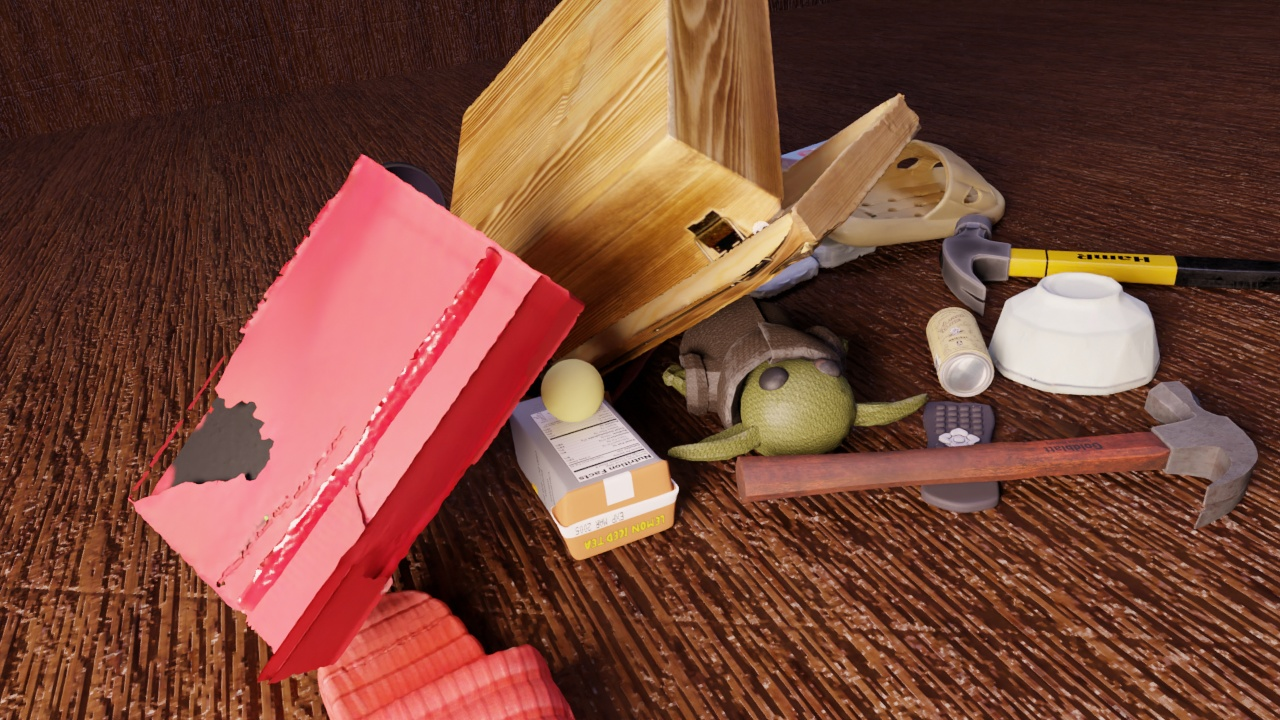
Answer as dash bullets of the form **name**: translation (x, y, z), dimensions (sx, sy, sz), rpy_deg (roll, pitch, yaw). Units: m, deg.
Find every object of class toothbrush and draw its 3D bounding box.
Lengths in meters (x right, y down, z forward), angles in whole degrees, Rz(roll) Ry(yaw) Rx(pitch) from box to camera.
- **toothbrush**: translation (-0.004, 0.004, 0.746), dimensions (0.015, 0.016, 0.183), rpy_deg (-1, 24, 25)

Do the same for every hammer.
- **hammer**: translation (0.207, 0.060, 0.544), dimensions (0.300, 0.028, 0.111), rpy_deg (-4, 29, -2)
- **hammer**: translation (0.427, -0.078, 0.793), dimensions (0.325, 0.034, 0.169), rpy_deg (6, 30, 21)

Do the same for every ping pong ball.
- **ping pong ball**: translation (-0.043, 0.019, 0.580), dimensions (0.040, 0.040, 0.040), rpy_deg (-6, 26, 3)

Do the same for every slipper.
- **slipper**: translation (-0.085, 0.162, 0.398), dimensions (0.103, 0.059, 0.249), rpy_deg (-20, 28, -24)
- **slipper**: translation (0.283, -0.175, 0.932), dimensions (0.260, 0.079, 0.111), rpy_deg (-17, 46, -31)

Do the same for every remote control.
- **remote control**: translation (0.205, 0.058, 0.590), dimensions (0.046, 0.009, 0.124), rpy_deg (2, 28, 18)

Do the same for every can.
- **can**: translation (0.237, -0.008, 0.684), dimensions (0.038, 0.038, 0.079), rpy_deg (-1, 27, 11)

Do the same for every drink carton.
- **drink carton**: translation (-0.035, 0.067, 0.587), dimensions (0.076, 0.048, 0.125), rpy_deg (-17, 28, -19)

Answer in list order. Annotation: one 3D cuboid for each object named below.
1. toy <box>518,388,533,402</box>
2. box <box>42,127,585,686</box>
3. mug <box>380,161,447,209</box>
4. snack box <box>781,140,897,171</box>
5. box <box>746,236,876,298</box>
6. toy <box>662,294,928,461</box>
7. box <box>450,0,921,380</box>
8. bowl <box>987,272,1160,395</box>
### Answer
- **toy**: translation (-0.097, 0.004, 0.749), dimensions (0.103, 0.071, 0.090), rpy_deg (40, 35, 27)
- **box**: translation (-0.137, 0.026, 0.322), dimensions (0.138, 0.214, 0.467), rpy_deg (36, 2, 0)
- **mug**: translation (-0.215, -0.139, 0.872), dimensions (0.118, 0.085, 0.100), rpy_deg (22, 5, -22)
- **snack box**: translation (0.219, -0.195, 1.019), dimensions (0.092, 0.079, 0.095), rpy_deg (-24, 29, -32)
- **box**: translation (0.114, -0.123, 0.955), dimensions (0.189, 0.038, 0.209), rpy_deg (-22, 30, -33)
- **toy**: translation (0.088, 0.012, 0.634), dimensions (0.179, 0.078, 0.152), rpy_deg (-11, 27, -14)
- **box**: translation (0.029, -0.109, 0.690), dimensions (0.280, 0.263, 0.269), rpy_deg (-30, 47, 43)
- **bowl**: translation (0.321, -0.027, 0.678), dimensions (0.117, 0.061, 0.117), rpy_deg (-5, 26, 2)
